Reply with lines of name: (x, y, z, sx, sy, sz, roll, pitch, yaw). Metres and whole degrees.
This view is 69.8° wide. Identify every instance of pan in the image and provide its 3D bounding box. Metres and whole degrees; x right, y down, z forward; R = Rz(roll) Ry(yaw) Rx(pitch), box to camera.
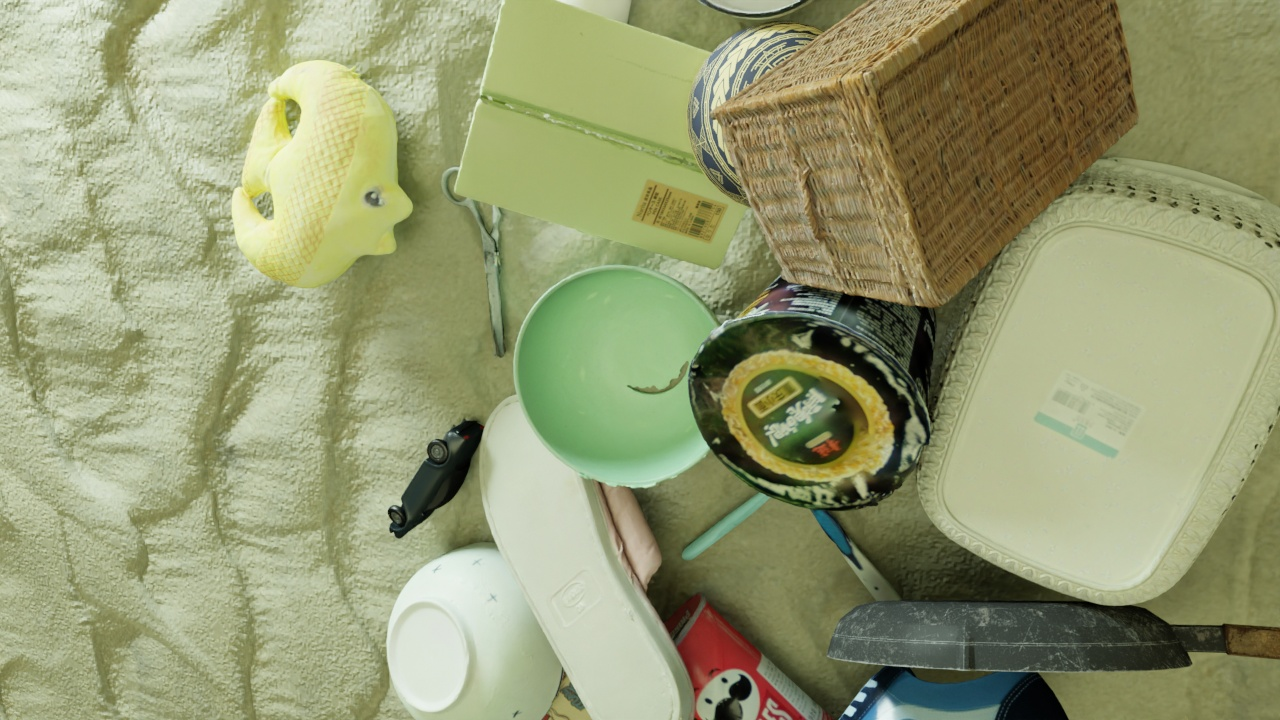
pan: (0.283, 0.156, 0.521, 0.358, 0.207, 0.040, -9, 74, 28)

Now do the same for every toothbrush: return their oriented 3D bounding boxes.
toothbrush: (0.141, 0.121, 0.653, 0.016, 0.017, 0.189, -36, 94, 32)
toothbrush: (0.089, 0.097, 0.646, 0.016, 0.016, 0.181, 43, 123, -7)

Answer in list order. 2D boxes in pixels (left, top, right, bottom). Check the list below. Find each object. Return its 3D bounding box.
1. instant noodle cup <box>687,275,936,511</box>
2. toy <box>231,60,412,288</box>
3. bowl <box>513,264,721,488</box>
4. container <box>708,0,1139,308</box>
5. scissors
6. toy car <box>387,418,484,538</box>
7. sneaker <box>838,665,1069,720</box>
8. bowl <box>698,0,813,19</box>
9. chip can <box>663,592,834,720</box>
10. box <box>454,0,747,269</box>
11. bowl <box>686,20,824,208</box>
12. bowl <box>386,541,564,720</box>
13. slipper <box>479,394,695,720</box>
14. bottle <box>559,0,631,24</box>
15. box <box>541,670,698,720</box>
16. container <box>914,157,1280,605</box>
instant noodle cup: (0.112, 0.002, 0.542, 0.137, 0.112, 0.137, 17, 132, 20)
toy: (-0.233, -0.131, 0.670, 0.155, 0.064, 0.171, 32, 104, 19)
bowl: (-0.004, 0.004, 0.629, 0.151, 0.076, 0.151, 4, 106, 16)
container: (0.147, -0.127, 0.471, 0.113, 0.198, 0.114, 13, 136, 55)
scissors: (-0.101, -0.086, 0.667, 0.095, 0.014, 0.170, -21, 95, 22)
toy car: (-0.158, 0.094, 0.717, 0.034, 0.046, 0.112, 38, 110, 6)
sneaker: (0.158, 0.261, 0.612, 0.242, 0.098, 0.083, -25, 135, 16)
bowl: (0.075, -0.259, 0.538, 0.116, 0.065, 0.116, 4, 106, 16)
chip can: (0.107, 0.277, 0.676, 0.233, 0.073, 0.073, 42, 112, 1)
box: (-0.012, -0.139, 0.577, 0.187, 0.044, 0.141, 16, 113, -14)
bowl: (0.089, -0.147, 0.542, 0.112, 0.061, 0.112, -1, 96, -12)
bowl: (-0.138, 0.219, 0.703, 0.154, 0.072, 0.153, -4, 82, 32)
slipper: (-0.037, 0.146, 0.665, 0.114, 0.054, 0.274, -38, 68, 29)
bottle: (-0.026, -0.258, 0.576, 0.051, 0.051, 0.146, 15, 109, 12)
box: (-0.002, 0.294, 0.725, 0.205, 0.049, 0.118, 43, 113, 1)
container: (0.258, 0.013, 0.518, 0.185, 0.142, 0.246, 23, 111, 23)
